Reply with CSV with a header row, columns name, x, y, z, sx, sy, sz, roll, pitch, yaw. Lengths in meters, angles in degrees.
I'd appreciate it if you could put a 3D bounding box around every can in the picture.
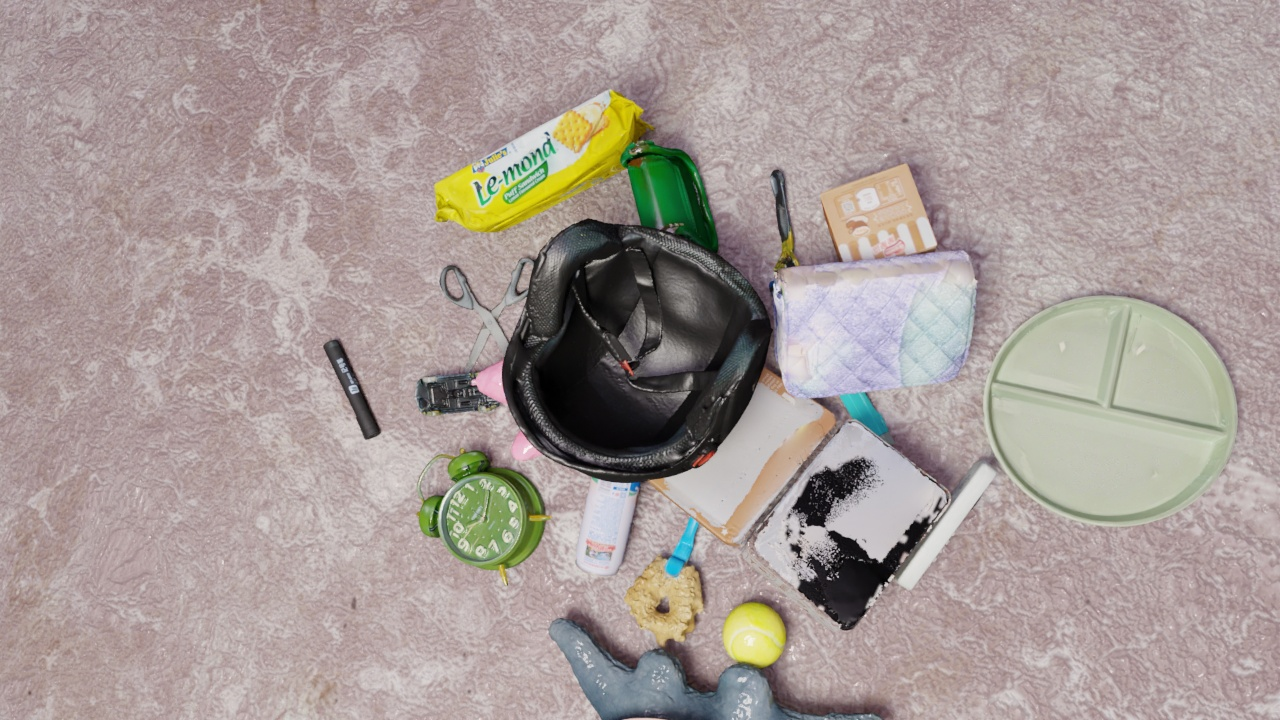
name,x,y,z,sx,sy,sz,roll,pitch,yaw
can,-0.034,0.161,0.986,0.053,0.053,0.135,16,103,15

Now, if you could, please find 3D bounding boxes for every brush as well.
name,x,y,z,sx,sy,sz,roll,pitch,yaw
brush,0.056,0.181,0.986,0.083,0.046,0.254,20,83,16

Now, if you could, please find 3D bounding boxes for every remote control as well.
name,x,y,z,sx,sy,sz,roll,pitch,yaw
remote control,0.305,0.165,0.919,0.021,0.058,0.150,36,92,13

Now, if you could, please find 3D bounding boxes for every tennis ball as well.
name,x,y,z,sx,sy,sz,roll,pitch,yaw
tennis ball,0.117,0.283,0.944,0.065,0.065,0.065,-2,82,13

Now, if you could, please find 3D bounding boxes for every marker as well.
name,x,y,z,sx,sy,sz,roll,pitch,yaw
marker,-0.351,0.035,1.113,0.022,0.020,0.132,-37,75,36

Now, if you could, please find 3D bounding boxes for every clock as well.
name,x,y,z,sx,sy,sz,roll,pitch,yaw
clock,-0.184,0.169,1.036,0.161,0.056,0.116,33,90,15

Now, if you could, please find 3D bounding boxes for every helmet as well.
name,x,y,z,sx,sy,sz,roll,pitch,yaw
helmet,-0.005,0.005,0.894,0.233,0.230,0.274,35,69,15

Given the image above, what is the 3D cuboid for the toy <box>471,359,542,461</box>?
name,x,y,z,sx,sy,sz,roll,pitch,yaw
toy,-0.098,0.016,1.022,0.178,0.075,0.194,3,78,-5

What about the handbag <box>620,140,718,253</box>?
name,x,y,z,sx,sy,sz,roll,pitch,yaw
handbag,0.031,-0.169,0.998,0.068,0.120,0.131,-18,81,16

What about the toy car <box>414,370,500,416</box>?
name,x,y,z,sx,sy,sz,roll,pitch,yaw
toy car,-0.212,0.038,1.071,0.106,0.031,0.049,-5,92,11

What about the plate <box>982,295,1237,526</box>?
name,x,y,z,sx,sy,sz,roll,pitch,yaw
plate,0.461,0.049,0.913,0.230,0.027,0.230,-2,82,14

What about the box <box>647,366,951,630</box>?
name,x,y,z,sx,sy,sz,roll,pitch,yaw
box,0.150,0.126,0.930,0.262,0.088,0.177,39,79,14

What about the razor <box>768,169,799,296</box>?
name,x,y,z,sx,sy,sz,roll,pitch,yaw
razor,0.158,-0.143,1.016,0.043,0.022,0.142,-20,69,55

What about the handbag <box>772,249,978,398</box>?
name,x,y,z,sx,sy,sz,roll,pitch,yaw
handbag,0.228,-0.039,0.918,0.194,0.075,0.134,-6,123,-2

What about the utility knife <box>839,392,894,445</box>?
name,x,y,z,sx,sy,sz,roll,pitch,yaw
utility knife,0.214,0.009,0.984,0.029,0.013,0.193,-29,79,6

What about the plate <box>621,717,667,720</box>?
name,x,y,z,sx,sy,sz,roll,pitch,yaw
plate,0.034,0.449,0.902,0.230,0.028,0.230,8,116,17

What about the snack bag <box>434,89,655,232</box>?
name,x,y,z,sx,sy,sz,roll,pitch,yaw
snack bag,-0.101,-0.214,1.021,0.247,0.158,0.068,-26,94,9

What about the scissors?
name,x,y,z,sx,sy,sz,roll,pitch,yaw
scissors,-0.173,-0.049,1.087,0.159,0.014,0.177,-34,80,10

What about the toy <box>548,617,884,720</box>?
name,x,y,z,sx,sy,sz,roll,pitch,yaw
toy,0.063,0.364,0.931,0.357,0.091,0.138,10,88,16

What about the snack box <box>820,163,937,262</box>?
name,x,y,z,sx,sy,sz,roll,pitch,yaw
snack box,0.248,-0.137,0.963,0.093,0.077,0.094,-18,78,10
